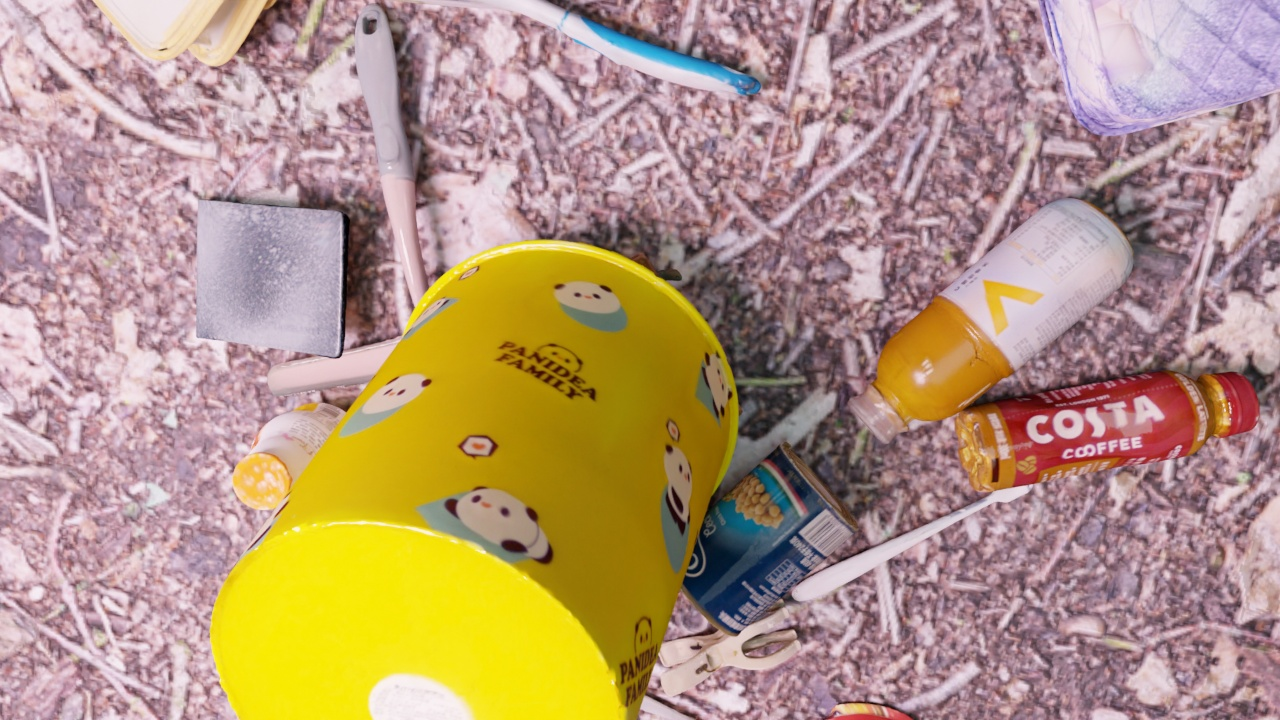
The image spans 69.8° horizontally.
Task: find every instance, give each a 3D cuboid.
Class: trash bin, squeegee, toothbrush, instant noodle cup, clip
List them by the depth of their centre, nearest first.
[{"bbox_3d":[-0.071,0.085,0.491,0.230,0.254,0.230,5,117,9],"label":"trash bin"},{"bbox_3d":[-0.157,-0.109,0.604,0.248,0.040,0.249,-9,98,5],"label":"squeegee"},{"bbox_3d":[0.157,0.323,0.621,0.138,0.108,0.138,0,100,3],"label":"instant noodle cup"},{"bbox_3d":[0.185,0.123,0.635,0.180,0.016,0.016,-30,94,10],"label":"toothbrush"},{"bbox_3d":[0.060,0.201,0.642,0.100,0.071,0.034,-23,98,0],"label":"clip"}]

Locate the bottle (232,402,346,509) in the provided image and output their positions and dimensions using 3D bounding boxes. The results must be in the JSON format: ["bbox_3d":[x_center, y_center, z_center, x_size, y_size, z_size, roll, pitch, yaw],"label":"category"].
[{"bbox_3d":[-0.224,0.065,0.600,0.063,0.108,0.063,0,98,3],"label":"bottle"}]

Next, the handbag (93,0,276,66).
[{"bbox_3d":[-0.269,-0.289,0.544,0.179,0.063,0.163,-40,91,21],"label":"handbag"}]

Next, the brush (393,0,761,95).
[{"bbox_3d":[-0.074,-0.238,0.574,0.314,0.060,0.109,6,105,0],"label":"brush"}]

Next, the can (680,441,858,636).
[{"bbox_3d":[0.080,0.118,0.608,0.111,0.075,0.075,-43,94,8],"label":"can"}]

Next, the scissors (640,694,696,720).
[{"bbox_3d":[-0.034,0.224,0.665,0.162,0.012,0.164,2,100,2],"label":"scissors"}]

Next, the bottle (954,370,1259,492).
[{"bbox_3d":[0.298,0.042,0.592,0.175,0.057,0.057,-11,98,5],"label":"bottle"}]

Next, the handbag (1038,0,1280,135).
[{"bbox_3d":[0.342,-0.217,0.540,0.194,0.075,0.134,-13,94,4],"label":"handbag"}]

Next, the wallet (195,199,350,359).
[{"bbox_3d":[-0.247,-0.055,0.613,0.121,0.019,0.097,8,100,19],"label":"wallet"}]

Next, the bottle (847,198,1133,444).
[{"bbox_3d":[0.216,-0.020,0.581,0.190,0.068,0.068,-41,95,8],"label":"bottle"}]

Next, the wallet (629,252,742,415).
[{"bbox_3d":[-0.004,0.004,0.610,0.119,0.035,0.130,-30,107,11],"label":"wallet"}]
